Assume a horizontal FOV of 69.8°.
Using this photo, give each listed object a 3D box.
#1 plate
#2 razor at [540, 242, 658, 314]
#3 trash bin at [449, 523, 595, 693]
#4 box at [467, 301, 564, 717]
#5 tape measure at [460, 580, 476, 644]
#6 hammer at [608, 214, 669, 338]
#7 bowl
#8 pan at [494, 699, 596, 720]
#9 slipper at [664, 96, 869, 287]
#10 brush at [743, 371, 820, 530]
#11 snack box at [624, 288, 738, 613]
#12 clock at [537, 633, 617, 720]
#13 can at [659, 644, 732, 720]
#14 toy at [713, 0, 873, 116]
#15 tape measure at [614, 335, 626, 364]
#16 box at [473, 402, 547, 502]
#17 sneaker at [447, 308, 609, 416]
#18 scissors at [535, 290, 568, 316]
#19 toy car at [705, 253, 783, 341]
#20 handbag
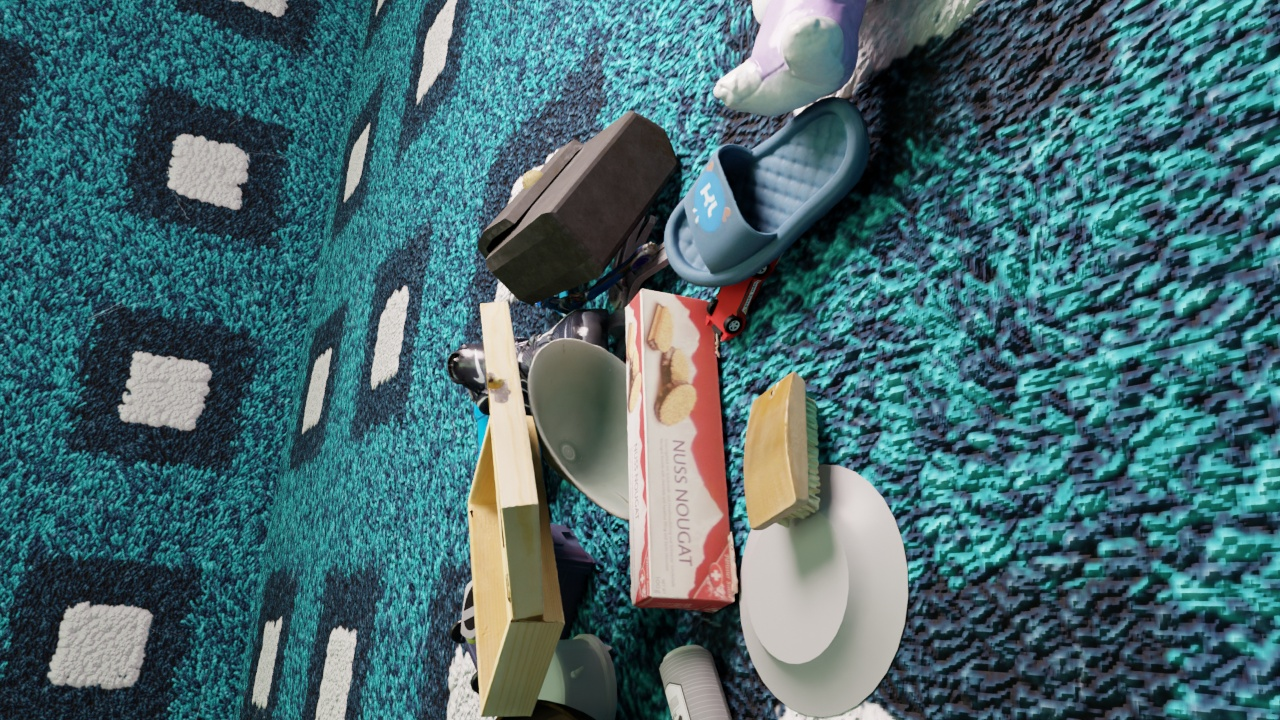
[{"bbox_3d":[0.115,0.158,0.644,0.173,0.019,0.172,-33,50,51],"label":"plate"},{"bbox_3d":[-0.037,-0.078,0.909,0.141,0.043,0.018,-29,61,33],"label":"razor"},{"bbox_3d":[-0.122,0.249,0.947,0.094,0.092,0.161,38,110,59],"label":"trash bin"},{"bbox_3d":[-0.112,0.122,0.777,0.246,0.076,0.258,-109,18,-51],"label":"box"},{"bbox_3d":[-0.154,0.242,0.900,0.065,0.016,0.064,-37,43,44],"label":"tape measure"},{"bbox_3d":[0.063,-0.127,0.848,0.317,0.036,0.126,-28,52,52],"label":"hammer"},{"bbox_3d":[-0.051,0.071,0.809,0.068,0.174,0.174,-34,48,33],"label":"bowl"},{"bbox_3d":[-0.028,0.432,0.716,0.356,0.043,0.249,47,120,40],"label":"pan"},{"bbox_3d":[0.089,-0.128,0.724,0.214,0.059,0.103,-30,63,45],"label":"slipper"},{"bbox_3d":[0.104,0.068,0.662,0.049,0.039,0.116,-42,27,40],"label":"brush"},{"bbox_3d":[0.031,0.069,0.773,0.044,0.076,0.272,131,143,-56],"label":"snack box"},{"bbox_3d":[-0.074,0.331,0.868,0.120,0.061,0.159,39,116,55],"label":"clock"},{"bbox_3d":[0.047,0.271,0.691,0.044,0.044,0.106,-56,35,32],"label":"can"},{"bbox_3d":[0.141,-0.277,0.684,0.138,0.085,0.208,-21,40,60],"label":"toy"},{"bbox_3d":[-0.006,0.005,0.921,0.062,0.020,0.060,36,109,60],"label":"tape measure"},{"bbox_3d":[-0.147,0.120,1.095,0.167,0.075,0.243,83,176,-52],"label":"box"},{"bbox_3d":[-0.123,0.003,0.958,0.253,0.150,0.097,135,138,-63],"label":"sneaker"},{"bbox_3d":[-0.085,-0.050,1.049,0.073,0.016,0.134,-40,73,39],"label":"scissors"},{"bbox_3d":[0.087,-0.061,0.784,0.038,0.025,0.090,52,124,51],"label":"toy car"},{"bbox_3d":[-0.086,-0.154,0.953,0.200,0.102,0.196,-23,27,47],"label":"handbag"}]
